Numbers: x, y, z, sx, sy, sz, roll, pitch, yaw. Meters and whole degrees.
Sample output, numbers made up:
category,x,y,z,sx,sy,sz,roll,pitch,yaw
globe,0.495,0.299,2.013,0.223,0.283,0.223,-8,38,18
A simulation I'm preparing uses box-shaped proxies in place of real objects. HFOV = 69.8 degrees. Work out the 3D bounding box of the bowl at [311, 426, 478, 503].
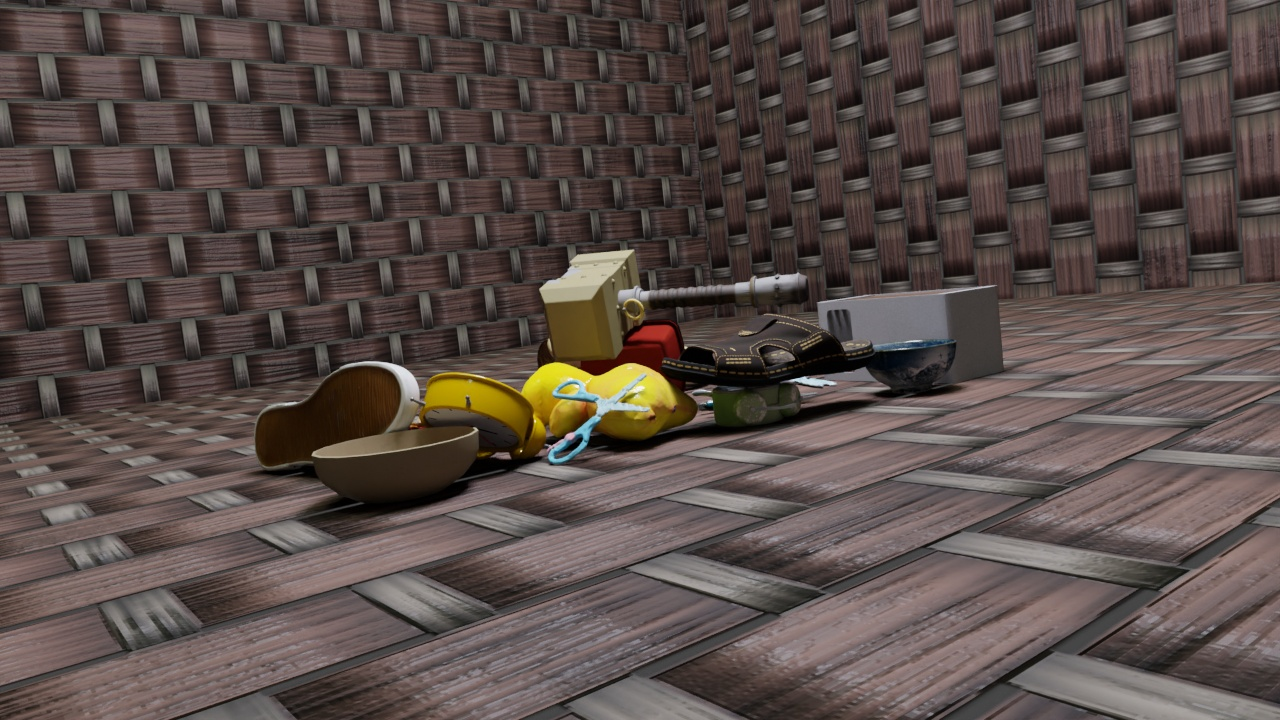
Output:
category,x,y,z,sx,sy,sz,roll,pitch,yaw
bowl,-0.225,0.100,0.860,0.152,0.050,0.152,-7,4,0

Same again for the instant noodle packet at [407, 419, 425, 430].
category,x,y,z,sx,sy,sz,roll,pitch,yaw
instant noodle packet,-0.248,0.083,1.204,0.098,0.039,0.135,-13,5,7

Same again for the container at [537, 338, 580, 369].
category,x,y,z,sx,sy,sz,roll,pitch,yaw
container,-0.079,-0.006,1.572,0.166,0.132,0.132,-18,11,-39

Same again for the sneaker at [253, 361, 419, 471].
category,x,y,z,sx,sy,sz,roll,pitch,yaw
sneaker,-0.320,0.064,1.050,0.295,0.120,0.127,-18,-14,42

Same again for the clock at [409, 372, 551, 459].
category,x,y,z,sx,sy,sz,roll,pitch,yaw
clock,-0.164,0.064,0.956,0.114,0.052,0.152,-3,-31,27

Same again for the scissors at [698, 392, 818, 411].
category,x,y,z,sx,sy,sz,roll,pitch,yaw
scissors,0.143,0.050,1.138,0.128,0.019,0.141,-10,-6,40

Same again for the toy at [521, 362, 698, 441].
category,x,y,z,sx,sy,sz,roll,pitch,yaw
toy,-0.041,0.046,1.042,0.194,0.087,0.134,-1,2,33

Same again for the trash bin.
category,x,y,z,sx,sy,sz,roll,pitch,yaw
trash bin,0.372,-0.035,1.285,0.114,0.114,0.229,-10,6,-34

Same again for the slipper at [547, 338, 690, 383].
category,x,y,z,sx,sy,sz,roll,pitch,yaw
slipper,-0.022,0.013,1.463,0.261,0.079,0.111,10,24,-3

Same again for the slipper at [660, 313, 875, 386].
category,x,y,z,sx,sy,sz,roll,pitch,yaw
slipper,0.149,-0.015,1.053,0.267,0.076,0.113,-6,4,-23

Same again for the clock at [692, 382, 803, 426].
category,x,y,z,sx,sy,sz,roll,pitch,yaw
clock,0.128,0.049,1.046,0.094,0.042,0.119,-11,6,-33

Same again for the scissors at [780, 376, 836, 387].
category,x,y,z,sx,sy,sz,roll,pitch,yaw
scissors,0.220,0.031,1.343,0.103,0.016,0.179,-7,8,-11

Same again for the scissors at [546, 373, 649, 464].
category,x,y,z,sx,sy,sz,roll,pitch,yaw
scissors,-0.054,0.050,0.959,0.135,0.015,0.134,-36,40,-14

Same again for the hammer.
category,x,y,z,sx,sy,sz,roll,pitch,yaw
hammer,0.054,-0.082,1.197,0.325,0.101,0.189,-3,22,18

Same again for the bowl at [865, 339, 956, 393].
category,x,y,z,sx,sy,sz,roll,pitch,yaw
bowl,0.333,0.009,1.136,0.114,0.061,0.114,-6,3,0

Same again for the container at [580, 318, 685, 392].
category,x,y,z,sx,sy,sz,roll,pitch,yaw
container,-0.008,0.008,1.317,0.148,0.127,0.200,-6,11,9
